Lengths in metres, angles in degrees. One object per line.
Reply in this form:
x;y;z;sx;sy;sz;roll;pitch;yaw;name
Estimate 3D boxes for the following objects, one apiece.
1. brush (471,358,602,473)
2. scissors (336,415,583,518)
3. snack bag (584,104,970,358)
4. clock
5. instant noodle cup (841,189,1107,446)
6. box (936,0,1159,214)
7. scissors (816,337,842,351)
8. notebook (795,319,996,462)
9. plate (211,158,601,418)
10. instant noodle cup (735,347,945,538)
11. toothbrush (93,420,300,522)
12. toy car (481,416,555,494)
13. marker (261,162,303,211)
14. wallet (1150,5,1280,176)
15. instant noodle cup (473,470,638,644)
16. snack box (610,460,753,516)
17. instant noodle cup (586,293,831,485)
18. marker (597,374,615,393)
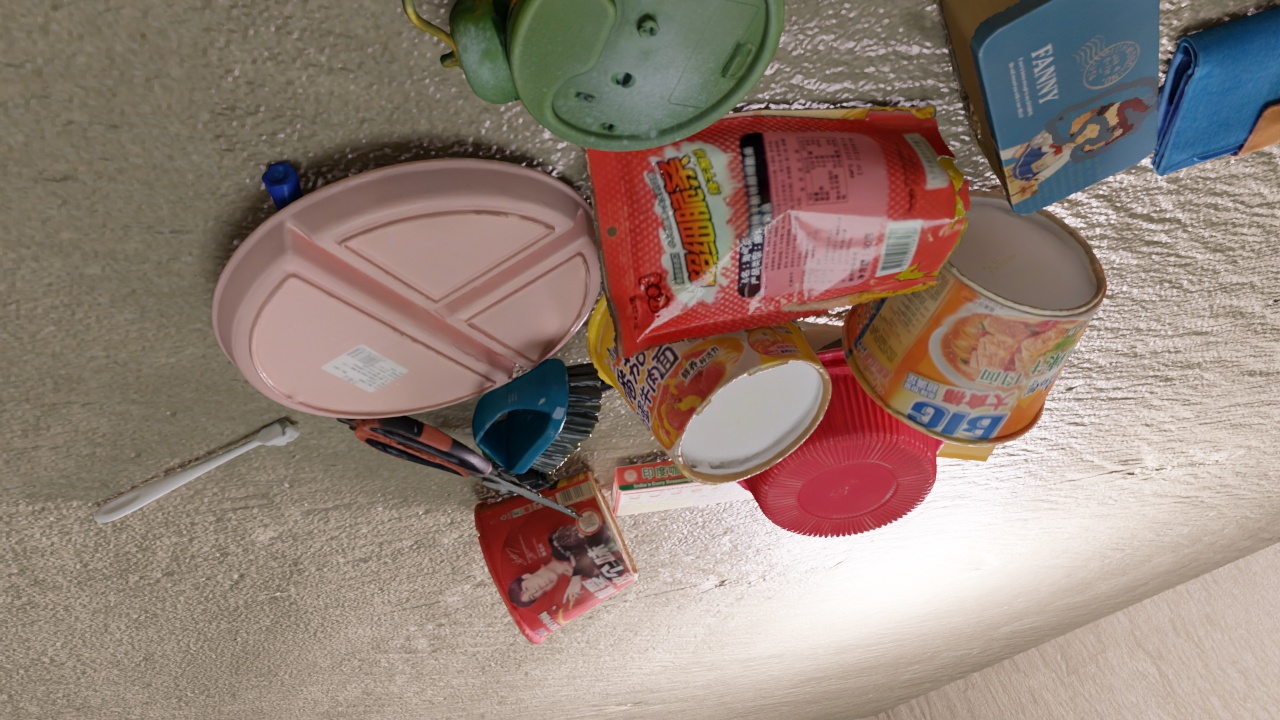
-0.078;0.040;0.634;0.073;0.055;0.144;4;157;-20;brush
-0.133;0.085;0.709;0.182;0.015;0.209;10;158;11;scissors
0.076;-0.079;0.515;0.207;0.073;0.129;-10;108;-13;snack bag
-0.018;-0.150;0.384;0.161;0.056;0.116;0;146;-27;clock
0.225;-0.035;0.615;0.151;0.151;0.112;-5;140;-18;instant noodle cup
0.214;-0.156;0.480;0.090;0.063;0.184;-28;150;18;box
0.108;0.042;0.727;0.175;0.019;0.170;-30;130;23;scissors
0.205;0.029;0.734;0.206;0.010;0.146;6;138;-4;notebook
-0.126;-0.029;0.540;0.229;0.028;0.230;-18;154;-9;plate
0.152;0.077;0.706;0.194;0.065;0.194;-1;137;-1;instant noodle cup
-0.325;0.083;0.668;0.180;0.016;0.016;-24;155;12;toothbrush
-0.100;0.076;0.747;0.049;0.031;0.106;-11;145;-1;toy car
-0.180;-0.053;0.508;0.017;0.017;0.146;-11;150;-10;marker
0.386;-0.173;0.561;0.133;0.040;0.106;-17;146;3;wallet
-0.072;0.170;0.826;0.108;0.137;0.138;-25;150;-1;instant noodle cup
0.051;0.117;0.876;0.155;0.027;0.077;-6;154;-8;snack box
0.048;0.004;0.589;0.138;0.109;0.138;-18;138;-17;instant noodle cup
-0.004;0.004;0.683;0.132;0.022;0.020;-22;143;8;marker
